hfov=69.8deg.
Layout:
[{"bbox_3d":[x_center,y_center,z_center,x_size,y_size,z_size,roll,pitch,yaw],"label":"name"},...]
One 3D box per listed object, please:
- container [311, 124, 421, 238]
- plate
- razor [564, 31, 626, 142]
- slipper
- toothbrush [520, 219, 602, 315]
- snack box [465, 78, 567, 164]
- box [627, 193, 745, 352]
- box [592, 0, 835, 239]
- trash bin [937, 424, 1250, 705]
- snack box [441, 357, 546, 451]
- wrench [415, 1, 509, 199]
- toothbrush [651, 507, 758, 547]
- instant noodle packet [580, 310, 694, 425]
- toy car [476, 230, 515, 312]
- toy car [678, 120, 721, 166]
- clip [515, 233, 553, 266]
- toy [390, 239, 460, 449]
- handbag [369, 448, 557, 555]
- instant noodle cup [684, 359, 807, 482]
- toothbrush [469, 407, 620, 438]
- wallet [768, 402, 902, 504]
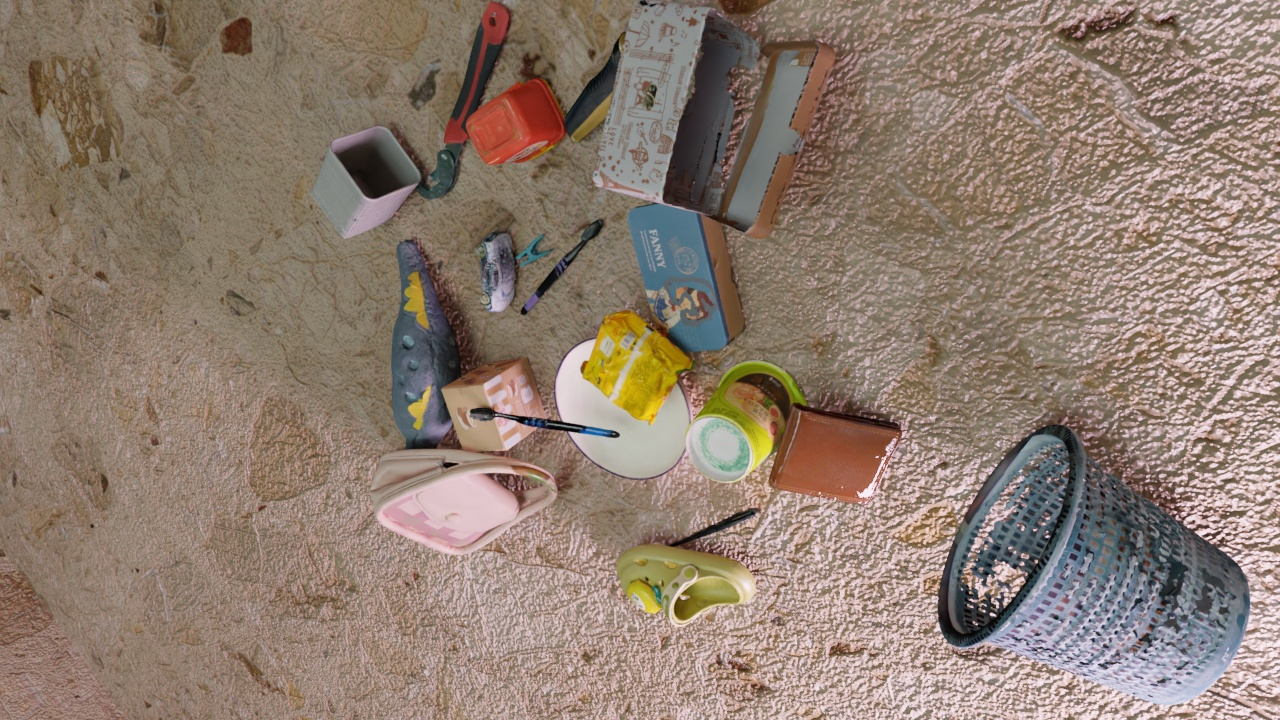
[{"bbox_3d":[-0.354,-0.223,1.169,0.090,0.090,0.115,55,139,0],"label":"container"},{"bbox_3d":[-0.016,0.054,1.125,0.193,0.038,0.193,13,118,26],"label":"plate"},{"bbox_3d":[-0.025,-0.289,0.973,0.067,0.062,0.168,32,137,-23],"label":"razor"},{"bbox_3d":[0.049,0.287,1.157,0.191,0.081,0.092,-3,127,28],"label":"slipper"},{"bbox_3d":[-0.101,-0.110,1.118,0.014,0.016,0.190,49,129,3],"label":"toothbrush"},{"bbox_3d":[-0.142,-0.266,1.032,0.091,0.079,0.082,-21,99,37],"label":"snack box"},{"bbox_3d":[0.051,-0.101,1.001,0.090,0.061,0.184,-8,109,33],"label":"box"},{"bbox_3d":[0.082,-0.214,0.848,0.178,0.152,0.182,21,102,28],"label":"box"},{"bbox_3d":[0.416,0.202,0.839,0.195,0.225,0.227,28,124,3],"label":"trash bin"},{"bbox_3d":[-0.190,0.058,1.198,0.077,0.094,0.093,-6,108,33],"label":"snack box"},{"bbox_3d":[-0.214,-0.301,1.100,0.056,0.016,0.274,41,127,9],"label":"wrench"},{"bbox_3d":[0.077,0.216,1.155,0.182,0.015,0.018,-29,123,36],"label":"toothbrush"},{"bbox_3d":[-0.006,0.006,1.030,0.111,0.044,0.129,37,142,5],"label":"instant noodle packet"},{"bbox_3d":[-0.177,-0.109,1.144,0.031,0.048,0.106,16,120,27],"label":"toy car"},{"bbox_3d":[0.047,-0.232,0.960,0.091,0.034,0.043,23,124,23],"label":"toy car"},{"bbox_3d":[-0.132,-0.133,1.127,0.056,0.014,0.040,-26,96,35],"label":"clip"},{"bbox_3d":[-0.295,0.023,1.237,0.138,0.091,0.357,34,125,52],"label":"toy"},{"bbox_3d":[-0.221,0.177,1.232,0.235,0.093,0.193,-18,144,24],"label":"handbag"},{"bbox_3d":[0.110,0.073,1.003,0.112,0.123,0.112,13,117,26],"label":"instant noodle cup"},{"bbox_3d":[-0.118,0.078,1.125,0.189,0.016,0.014,9,109,5],"label":"toothbrush"},{"bbox_3d":[0.206,0.100,0.981,0.124,0.032,0.101,11,118,-10],"label":"wallet"}]
